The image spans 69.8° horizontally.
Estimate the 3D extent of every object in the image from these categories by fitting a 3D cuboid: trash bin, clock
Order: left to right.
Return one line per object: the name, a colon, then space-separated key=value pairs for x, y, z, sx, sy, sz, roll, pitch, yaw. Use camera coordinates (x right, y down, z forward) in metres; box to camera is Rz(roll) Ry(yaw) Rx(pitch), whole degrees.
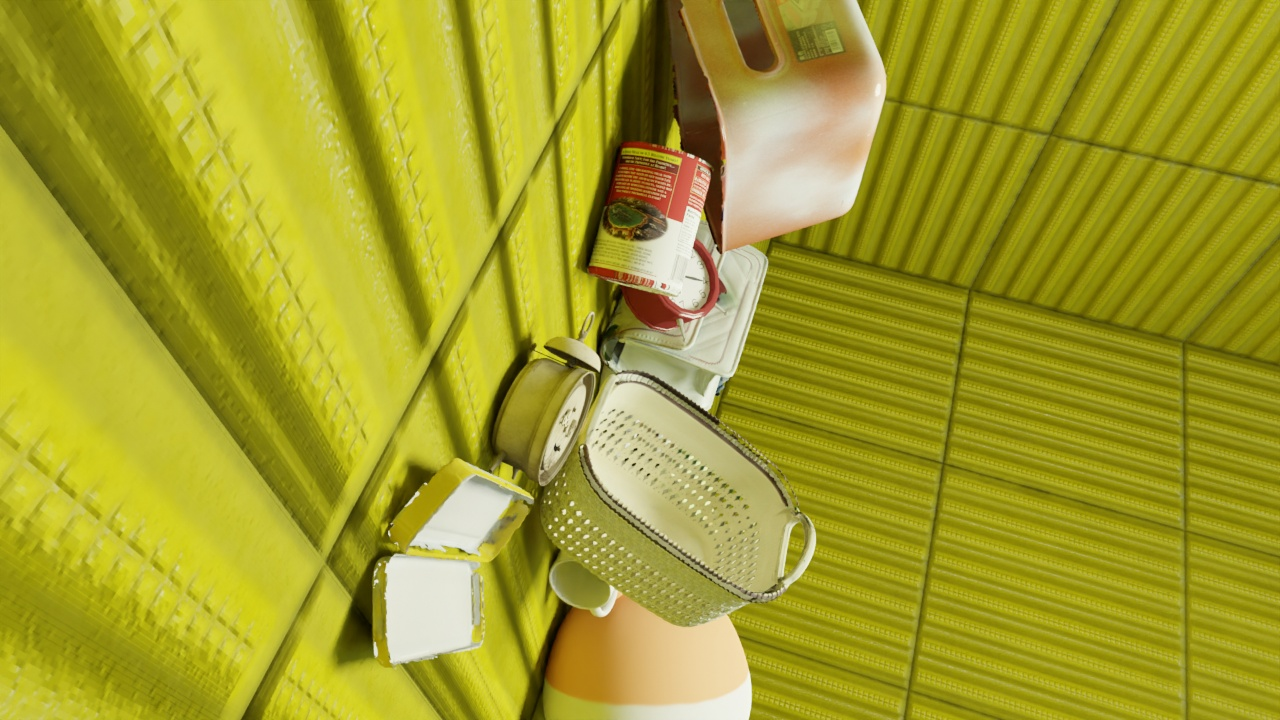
clock: x=-0.069 y=0.025 z=0.694 sx=0.093 sy=0.054 sz=0.140 roll=64 pitch=49 yaw=-77
clock: x=0.024 y=-0.089 z=0.899 sx=0.096 sy=0.137 sz=0.048 roll=-32 pitch=-173 yaw=-40
trash bin: x=0.124 y=-0.241 z=0.882 sx=0.260 sy=0.157 sz=0.181 roll=78 pitch=-4 yaw=-71

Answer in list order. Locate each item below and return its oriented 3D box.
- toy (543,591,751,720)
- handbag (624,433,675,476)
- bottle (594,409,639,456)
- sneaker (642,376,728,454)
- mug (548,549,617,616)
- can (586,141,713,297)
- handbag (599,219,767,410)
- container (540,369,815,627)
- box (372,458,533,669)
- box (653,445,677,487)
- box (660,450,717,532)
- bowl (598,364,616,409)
toy: x=0.004 y=0.398 z=1.173 sx=0.262 sy=0.266 sz=0.280 roll=0 pitch=87 yaw=-49
handbag: x=-0.007 y=0.125 z=1.091 sx=0.079 sy=0.054 sz=0.128 roll=-37 pitch=-172 yaw=45
bottle: x=-0.030 y=0.090 z=1.080 sx=0.136 sy=0.044 sz=0.044 roll=-61 pitch=164 yaw=-56
sneaker: x=0.058 y=0.029 z=1.064 sx=0.234 sy=0.079 sz=0.088 roll=-65 pitch=167 yaw=-47
mug: x=-0.051 y=0.243 z=1.064 sx=0.090 sy=0.074 sz=0.110 roll=-61 pitch=141 yaw=-56
can: x=0.008 y=-0.123 z=0.809 sx=0.086 sy=0.087 sz=0.116 roll=4 pitch=101 yaw=-81
handbag: x=0.050 y=-0.061 z=1.005 sx=0.096 sy=0.142 sz=0.198 roll=121 pitch=-8 yaw=-53
container: x=0.026 y=0.138 z=0.879 sx=0.144 sy=0.251 sz=0.184 roll=-45 pitch=-167 yaw=38
box: x=-0.120 y=0.133 z=0.606 sx=0.210 sy=0.045 sz=0.128 roll=72 pitch=35 yaw=-76
box: x=0.022 y=0.175 z=1.180 sx=0.095 sy=0.084 sz=0.165 roll=129 pitch=-44 yaw=-71
box: x=0.065 y=0.179 z=1.105 sx=0.187 sy=0.030 sz=0.138 roll=-10 pitch=82 yaw=-76
bowl: x=-0.006 y=0.006 z=1.059 sx=0.114 sy=0.050 sz=0.114 roll=17 pitch=89 yaw=-81
